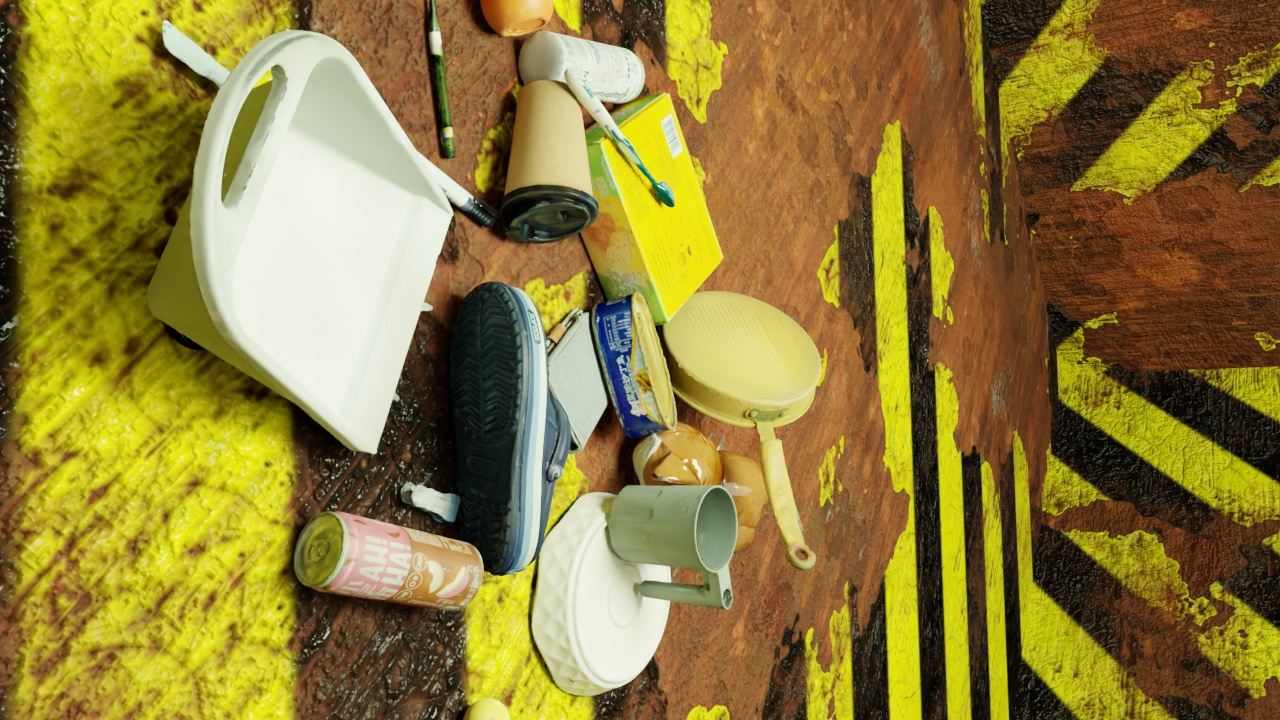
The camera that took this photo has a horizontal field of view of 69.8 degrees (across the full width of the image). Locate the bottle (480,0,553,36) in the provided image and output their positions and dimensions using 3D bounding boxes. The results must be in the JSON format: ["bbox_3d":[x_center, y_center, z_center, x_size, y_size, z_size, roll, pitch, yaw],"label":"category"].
[{"bbox_3d":[-0.128,-0.379,0.842,0.066,0.067,0.149,-25,101,-54],"label":"bottle"}]

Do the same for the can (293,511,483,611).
[{"bbox_3d":[-0.189,0.157,0.707,0.147,0.058,0.057,30,63,-51],"label":"can"}]

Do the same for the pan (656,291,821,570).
[{"bbox_3d":[0.128,0.062,1.012,0.197,0.078,0.356,0,44,-20],"label":"pan"}]

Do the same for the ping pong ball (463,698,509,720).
[{"bbox_3d":[-0.133,0.313,0.792,0.040,0.040,0.040,7,82,-55],"label":"ping pong ball"}]

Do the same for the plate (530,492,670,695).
[{"bbox_3d":[-0.031,0.240,0.946,0.204,0.046,0.204,9,80,-55],"label":"plate"}]

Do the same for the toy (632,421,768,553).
[{"bbox_3d":[0.056,0.134,1.035,0.130,0.140,0.199,-44,134,4],"label":"toy"}]

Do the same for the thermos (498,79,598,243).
[{"bbox_3d":[-0.087,-0.186,0.866,0.093,0.093,0.143,21,62,-53],"label":"thermos"}]

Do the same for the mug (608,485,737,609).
[{"bbox_3d":[0.035,0.184,0.913,0.083,0.104,0.124,-19,104,-55],"label":"mug"}]

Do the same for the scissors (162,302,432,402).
[{"bbox_3d":[-0.247,-0.054,0.672,0.231,0.022,0.221,-32,115,-51],"label":"scissors"}]

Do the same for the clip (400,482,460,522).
[{"bbox_3d":[-0.175,0.117,0.766,0.058,0.036,0.025,39,59,-48],"label":"clip"}]

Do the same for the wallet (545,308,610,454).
[{"bbox_3d":[-0.068,0.016,0.910,0.106,0.037,0.129,68,25,-21],"label":"wallet"}]

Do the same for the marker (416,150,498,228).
[{"bbox_3d":[-0.170,-0.154,0.793,0.130,0.023,0.018,37,31,-50],"label":"marker"}]

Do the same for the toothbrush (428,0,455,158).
[{"bbox_3d":[-0.180,-0.269,0.796,0.017,0.012,0.186,-12,98,-49],"label":"toothbrush"}]

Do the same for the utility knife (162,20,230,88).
[{"bbox_3d":[-0.252,-0.167,0.674,0.223,0.018,0.034,40,57,-48],"label":"utility knife"}]

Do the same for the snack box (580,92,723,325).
[{"bbox_3d":[0.002,-0.164,1.003,0.157,0.070,0.210,-50,127,-45],"label":"snack box"}]

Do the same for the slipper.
[{"bbox_3d":[-0.103,0.058,0.797,0.095,0.105,0.252,1,89,-48],"label":"slipper"}]

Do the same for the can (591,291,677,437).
[{"bbox_3d":[-0.006,0.006,0.953,0.074,0.049,0.148,-35,110,-74],"label":"can"}]

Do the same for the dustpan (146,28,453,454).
[{"bbox_3d":[-0.198,-0.078,0.603,0.257,0.143,0.222,35,62,-47],"label":"dustpan"}]

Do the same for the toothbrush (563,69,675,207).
[{"bbox_3d":[-0.016,-0.217,0.905,0.191,0.016,0.018,45,41,-40],"label":"toothbrush"}]

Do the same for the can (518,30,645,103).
[{"bbox_3d":[-0.057,-0.297,0.937,0.146,0.058,0.058,-15,100,-55],"label":"can"}]
